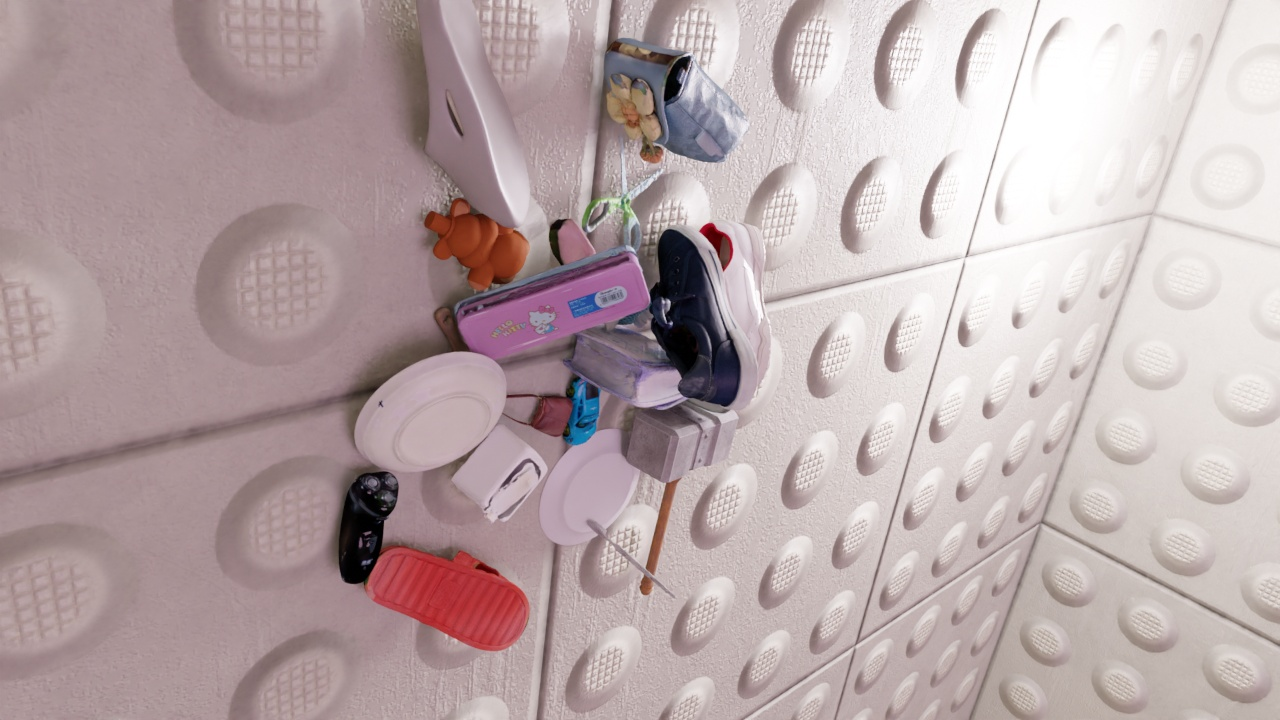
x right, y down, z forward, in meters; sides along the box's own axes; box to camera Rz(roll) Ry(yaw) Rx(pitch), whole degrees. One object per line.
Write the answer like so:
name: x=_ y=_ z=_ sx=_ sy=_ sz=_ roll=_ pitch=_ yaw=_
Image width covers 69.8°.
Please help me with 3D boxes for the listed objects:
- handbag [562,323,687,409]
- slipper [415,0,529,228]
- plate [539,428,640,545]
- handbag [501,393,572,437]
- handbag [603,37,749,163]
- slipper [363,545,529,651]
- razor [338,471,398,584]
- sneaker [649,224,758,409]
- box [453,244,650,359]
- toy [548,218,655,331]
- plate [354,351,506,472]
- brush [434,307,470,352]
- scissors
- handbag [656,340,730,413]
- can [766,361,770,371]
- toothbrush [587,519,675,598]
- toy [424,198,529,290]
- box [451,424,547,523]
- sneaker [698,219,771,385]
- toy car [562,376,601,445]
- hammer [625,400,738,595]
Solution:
handbag: x=-0.007 y=0.007 z=1.170 sx=0.126 sy=0.159 sz=0.069 roll=-3 pitch=111 yaw=-45
slipper: x=-0.183 y=-0.248 z=0.906 sx=0.266 sy=0.081 sz=0.112 roll=74 pitch=13 yaw=-45
plate: x=-0.065 y=0.188 z=1.326 sx=0.188 sy=0.016 sz=0.189 roll=-24 pitch=128 yaw=-35
handbag: x=-0.143 y=0.063 z=1.170 sx=0.119 sy=0.029 sz=0.055 roll=16 pitch=98 yaw=-43
handbag: x=0.034 y=-0.289 z=1.072 sx=0.118 sy=0.122 sz=0.192 roll=-60 pitch=145 yaw=-2
slipper: x=-0.246 y=0.295 z=1.174 sx=0.248 sy=0.059 sz=0.103 roll=36 pitch=84 yaw=-34
razor: x=-0.309 y=0.193 z=1.042 sx=0.052 sy=0.064 sz=0.141 roll=-2 pitch=113 yaw=-44
sneaker: x=0.043 y=-0.066 z=1.117 sx=0.127 sy=0.294 sz=0.121 roll=5 pitch=135 yaw=-21
box: x=-0.100 y=-0.068 z=1.027 sx=0.214 sy=0.065 sz=0.078 roll=-19 pitch=146 yaw=2
toy: x=-0.037 y=-0.073 z=1.135 sx=0.205 sy=0.106 sz=0.131 roll=24 pitch=98 yaw=-48
plate: x=-0.227 y=0.069 z=1.031 sx=0.182 sy=0.034 sz=0.183 roll=-25 pitch=146 yaw=-19
brush: x=-0.206 y=-0.002 z=1.072 sx=0.038 sy=0.012 sz=0.151 roll=-37 pitch=135 yaw=-24
scissors: x=-0.020 y=-0.196 z=1.126 sx=0.170 sy=0.021 sz=0.173 roll=-42 pitch=138 yaw=-38
handbag: x=0.072 y=0.023 z=1.302 sx=0.121 sy=0.106 sz=0.067 roll=30 pitch=87 yaw=-50
can: x=0.159 y=-0.032 z=1.398 sx=0.054 sy=0.054 sz=0.136 roll=-44 pitch=137 yaw=-18
toothbrush: x=-0.012 y=0.274 z=1.276 sx=0.010 sy=0.181 sz=0.010 roll=-5 pitch=121 yaw=-48
toy: x=-0.180 y=-0.128 z=0.999 sx=0.127 sy=0.065 sz=0.095 roll=23 pitch=88 yaw=-41
box: x=-0.160 y=0.152 z=1.130 sx=0.102 sy=0.091 sz=0.107 roll=-51 pitch=157 yaw=-14
sneaker: x=0.111 y=-0.077 z=1.250 sx=0.104 sy=0.090 sz=0.236 roll=6 pitch=81 yaw=-39
toy car: x=-0.075 y=0.070 z=1.234 sx=0.048 sy=0.032 sz=0.105 roll=-14 pitch=123 yaw=-41
hammer: x=0.039 y=0.221 z=1.386 sx=0.162 sy=0.083 sz=0.318 roll=-13 pitch=121 yaw=-50
